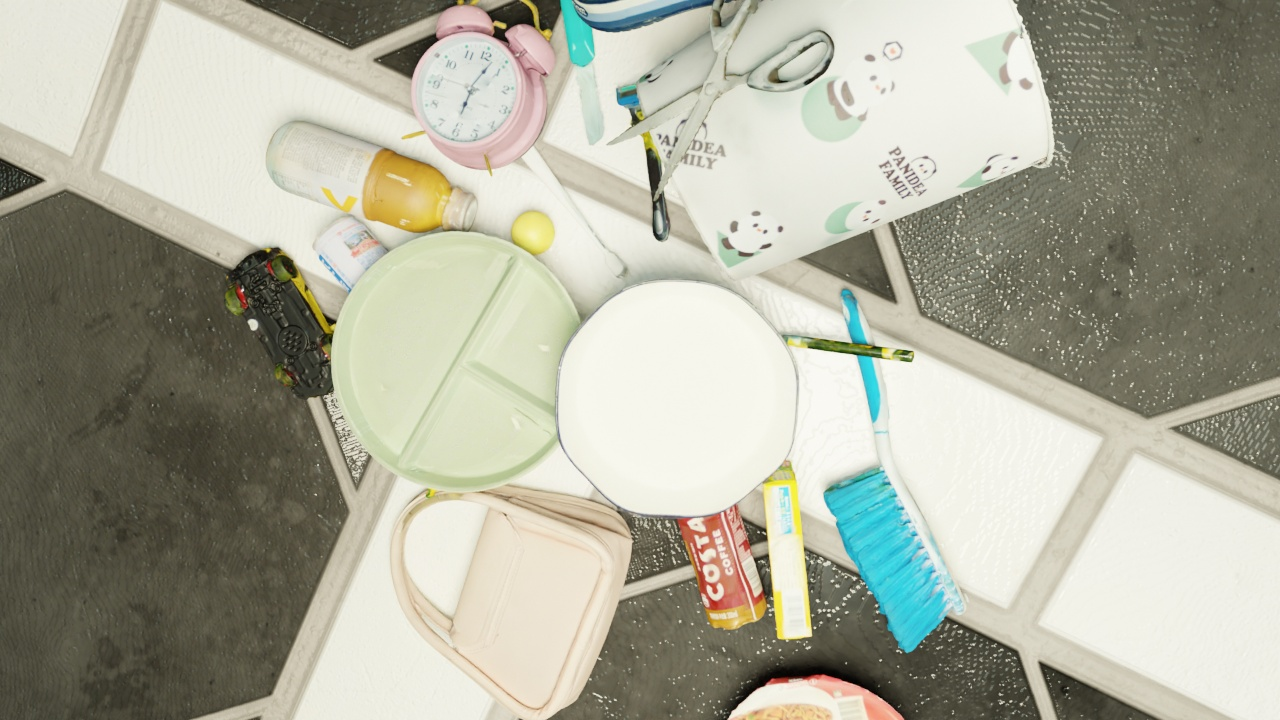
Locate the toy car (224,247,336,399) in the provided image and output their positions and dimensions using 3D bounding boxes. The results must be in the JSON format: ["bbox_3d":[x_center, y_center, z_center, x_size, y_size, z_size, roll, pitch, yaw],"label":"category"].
[{"bbox_3d":[-0.336,-0.034,0.878,0.071,0.041,0.156,-32,90,9],"label":"toy car"}]

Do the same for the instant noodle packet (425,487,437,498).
[{"bbox_3d":[-0.176,0.051,0.859,0.111,0.044,0.128,-27,84,7],"label":"instant noodle packet"}]

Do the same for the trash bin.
[{"bbox_3d":[0.149,-0.196,0.719,0.252,0.229,0.229,-26,93,15],"label":"trash bin"}]

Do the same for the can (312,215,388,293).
[{"bbox_3d":[-0.243,-0.070,0.857,0.053,0.053,0.134,-41,90,9],"label":"can"}]

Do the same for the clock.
[{"bbox_3d":[-0.139,-0.251,0.816,0.117,0.059,0.158,23,93,9],"label":"clock"}]

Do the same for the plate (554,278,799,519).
[{"bbox_3d":[0.030,0.031,0.773,0.205,0.045,0.205,0,104,0],"label":"plate"}]

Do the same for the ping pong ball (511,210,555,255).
[{"bbox_3d":[-0.098,-0.117,0.841,0.040,0.040,0.040,1,96,7],"label":"ping pong ball"}]

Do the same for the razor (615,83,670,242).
[{"bbox_3d":[0.011,-0.178,0.830,0.043,0.022,0.143,-4,100,34],"label":"razor"}]

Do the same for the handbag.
[{"bbox_3d":[-0.137,0.206,0.871,0.234,0.093,0.193,21,99,12],"label":"handbag"}]

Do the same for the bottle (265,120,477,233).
[{"bbox_3d":[-0.243,-0.162,0.839,0.189,0.068,0.068,19,98,4],"label":"bottle"}]

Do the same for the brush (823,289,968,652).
[{"bbox_3d":[0.210,0.099,0.826,0.109,0.060,0.314,-27,90,3],"label":"brush"}]

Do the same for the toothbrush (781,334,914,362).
[{"bbox_3d":[0.148,-0.019,0.815,0.186,0.012,0.017,9,86,20],"label":"toothbrush"}]

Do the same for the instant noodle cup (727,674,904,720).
[{"bbox_3d":[0.163,0.373,0.854,0.194,0.065,0.194,1,98,7],"label":"instant noodle cup"}]

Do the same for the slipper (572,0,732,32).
[{"bbox_3d":[0.022,-0.327,0.713,0.105,0.253,0.095,-54,133,-22],"label":"slipper"}]

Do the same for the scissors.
[{"bbox_3d":[0.052,-0.196,0.642,0.181,0.014,0.159,-6,75,28],"label":"scissors"}]

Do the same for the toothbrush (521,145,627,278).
[{"bbox_3d":[-0.069,-0.148,0.848,0.016,0.016,0.180,-38,89,5],"label":"toothbrush"}]

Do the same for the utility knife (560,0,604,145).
[{"bbox_3d":[-0.058,-0.305,0.828,0.029,0.013,0.222,-8,93,6],"label":"utility knife"}]

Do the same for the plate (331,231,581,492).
[{"bbox_3d":[-0.159,0.002,0.814,0.230,0.027,0.230,0,93,4],"label":"plate"}]

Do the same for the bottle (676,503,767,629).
[{"bbox_3d":[0.066,0.155,0.844,0.057,0.057,0.175,-16,94,8],"label":"bottle"}]

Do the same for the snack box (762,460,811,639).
[{"bbox_3d":[0.130,0.167,0.823,0.034,0.087,0.140,-4,96,7],"label":"snack box"}]
